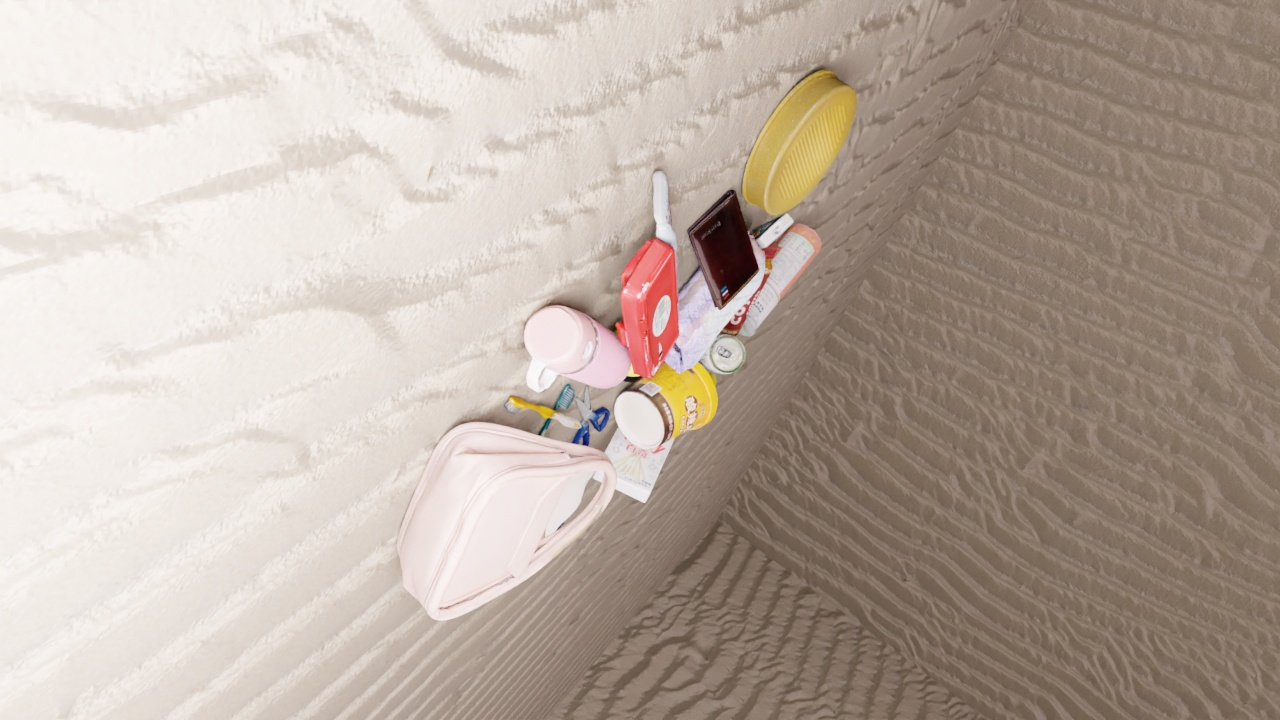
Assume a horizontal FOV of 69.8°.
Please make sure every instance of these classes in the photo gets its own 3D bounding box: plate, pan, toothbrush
[{"bbox_3d":[-0.140,0.205,1.230,0.204,0.045,0.205,-50,166,-17],"label":"plate"},{"bbox_3d":[0.219,-0.275,1.287,0.197,0.078,0.357,-51,160,0],"label":"pan"},{"bbox_3d":[-0.126,0.110,1.110,0.192,0.018,0.016,-60,164,18],"label":"toothbrush"},{"bbox_3d":[-0.106,0.062,1.030,0.018,0.016,0.191,-41,160,6],"label":"toothbrush"}]

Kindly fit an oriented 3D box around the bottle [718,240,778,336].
[{"bbox_3d":[0.161,-0.116,1.435,0.057,0.057,0.175,-37,158,-50],"label":"bottle"}]

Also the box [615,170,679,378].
[{"bbox_3d":[0.018,-0.082,0.963,0.201,0.058,0.161,80,24,-65],"label":"box"}]

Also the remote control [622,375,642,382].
[{"bbox_3d":[-0.007,0.007,1.243,0.053,0.024,0.136,-55,166,5],"label":"remote control"}]

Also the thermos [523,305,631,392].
[{"bbox_3d":[-0.065,-0.003,0.939,0.087,0.067,0.198,-65,167,0],"label":"thermos"}]

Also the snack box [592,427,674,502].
[{"bbox_3d":[-0.005,0.135,1.348,0.156,0.085,0.027,-61,175,-53],"label":"snack box"}]

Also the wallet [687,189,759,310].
[{"bbox_3d":[0.107,-0.140,1.169,0.096,0.020,0.122,-46,130,-29],"label":"wallet"}]

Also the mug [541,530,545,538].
[{"bbox_3d":[-0.136,0.161,1.065,0.124,0.084,0.104,-47,162,-34],"label":"mug"}]

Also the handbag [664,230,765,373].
[{"bbox_3d":[0.094,-0.078,1.273,0.193,0.075,0.134,-52,165,-14],"label":"handbag"}]

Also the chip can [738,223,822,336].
[{"bbox_3d":[0.225,-0.140,1.562,0.214,0.071,0.071,-49,165,-21],"label":"chip can"}]

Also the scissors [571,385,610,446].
[{"bbox_3d":[-0.064,0.069,1.229,0.132,0.012,0.173,-37,157,-45],"label":"scissors"}]

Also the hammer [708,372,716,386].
[{"bbox_3d":[0.058,0.104,1.511,0.125,0.032,0.324,-61,-179,-27],"label":"hammer"}]

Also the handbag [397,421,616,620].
[{"bbox_3d":[-0.117,0.153,0.934,0.233,0.093,0.194,-2,129,-43],"label":"handbag"}]

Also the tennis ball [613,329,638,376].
[{"bbox_3d":[-0.008,-0.013,1.110,0.065,0.065,0.065,-50,165,-19],"label":"tennis ball"}]

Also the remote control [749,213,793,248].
[{"bbox_3d":[0.172,-0.177,1.304,0.056,0.019,0.135,-42,-173,-7],"label":"remote control"}]

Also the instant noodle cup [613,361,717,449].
[{"bbox_3d":[0.033,0.064,1.335,0.114,0.118,0.119,-29,152,-43],"label":"instant noodle cup"}]

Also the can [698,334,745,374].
[{"bbox_3d":[0.109,-0.012,1.390,0.058,0.058,0.147,-53,-167,-6],"label":"can"}]
